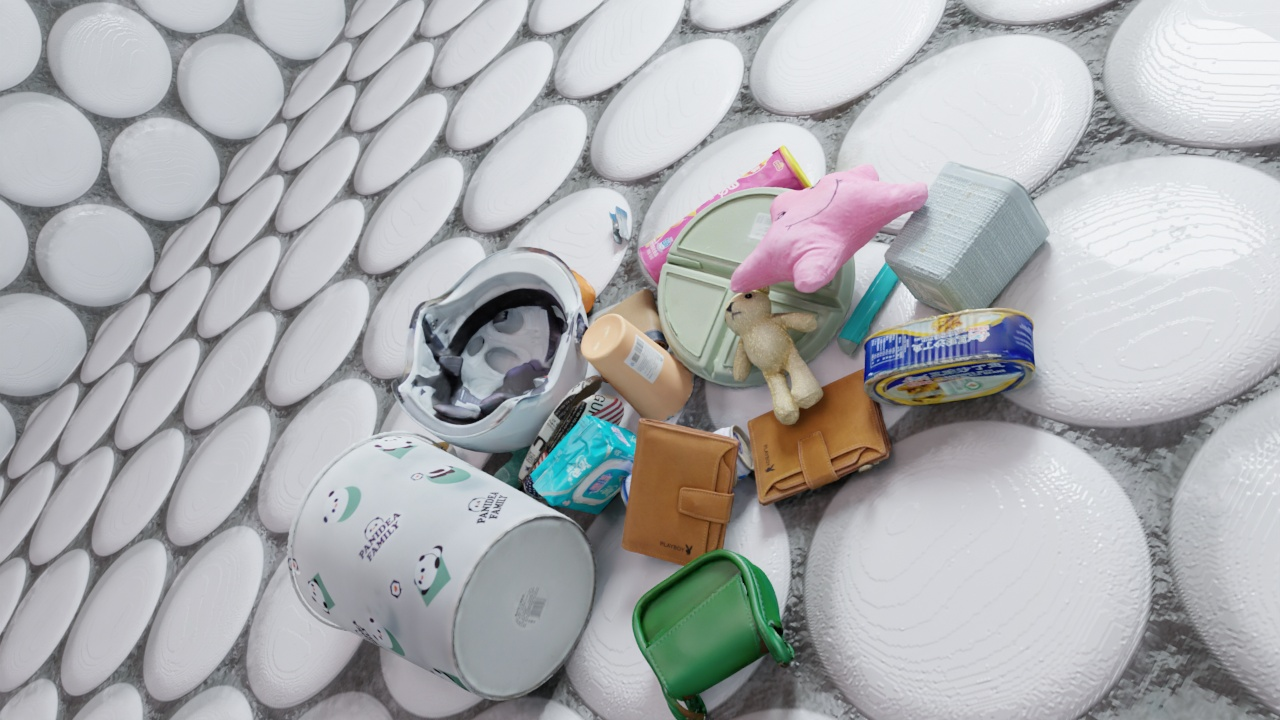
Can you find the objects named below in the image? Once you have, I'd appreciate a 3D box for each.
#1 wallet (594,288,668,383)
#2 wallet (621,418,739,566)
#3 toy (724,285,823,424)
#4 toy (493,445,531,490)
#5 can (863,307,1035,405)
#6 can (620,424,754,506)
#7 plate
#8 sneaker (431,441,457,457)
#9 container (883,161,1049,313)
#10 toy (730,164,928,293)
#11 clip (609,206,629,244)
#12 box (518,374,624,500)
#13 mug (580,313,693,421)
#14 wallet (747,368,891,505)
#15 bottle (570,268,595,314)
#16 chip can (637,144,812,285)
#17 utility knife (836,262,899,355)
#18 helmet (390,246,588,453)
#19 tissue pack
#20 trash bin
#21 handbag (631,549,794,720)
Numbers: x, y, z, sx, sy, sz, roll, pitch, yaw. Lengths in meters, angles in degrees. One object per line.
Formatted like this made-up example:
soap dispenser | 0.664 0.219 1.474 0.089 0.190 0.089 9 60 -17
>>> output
wallet | -0.014 -0.030 1.106 0.090 0.033 0.115 -33 37 15
wallet | 0.038 0.130 0.882 0.108 0.031 0.132 12 98 25
toy | 0.127 -0.008 0.902 0.105 0.066 0.157 -46 49 29
toy | -0.151 0.126 1.114 0.097 0.030 0.091 14 64 55
can | 0.267 -0.001 0.803 0.148 0.074 0.049 -12 55 35
can | 0.048 0.114 0.923 0.135 0.053 0.053 -29 44 22
plate | 0.116 -0.085 0.990 0.231 0.027 0.230 -9 71 28
sneaker | -0.292 0.199 1.140 0.118 0.088 0.240 -7 32 24
container | 0.298 -0.107 0.851 0.111 0.090 0.090 -52 39 0
toy | 0.167 -0.128 0.898 0.194 0.074 0.178 -39 28 -2
clip | -0.028 -0.183 1.251 0.038 0.026 0.058 -30 48 33
box | -0.075 0.096 1.007 0.082 0.075 0.164 45 119 15
mug | -0.006 0.006 1.004 0.078 0.122 0.078 -23 47 26
wallet | 0.167 0.079 0.865 0.131 0.035 0.118 -27 38 24
bottle | -0.126 -0.051 1.209 0.150 0.066 0.066 -46 39 14
chip can | 0.101 -0.162 1.082 0.211 0.071 0.071 -34 42 17
utility knife | 0.243 -0.070 0.928 0.029 0.013 0.157 22 73 46
helmet | -0.157 0.004 1.106 0.229 0.146 0.258 0 54 21
tissue pack | -0.047 0.112 0.957 0.093 0.133 0.050 -47 65 7
trash bin | -0.197 0.212 0.947 0.252 0.229 0.229 13 68 41
handbag | 0.064 0.241 0.807 0.131 0.068 0.120 -35 49 14
